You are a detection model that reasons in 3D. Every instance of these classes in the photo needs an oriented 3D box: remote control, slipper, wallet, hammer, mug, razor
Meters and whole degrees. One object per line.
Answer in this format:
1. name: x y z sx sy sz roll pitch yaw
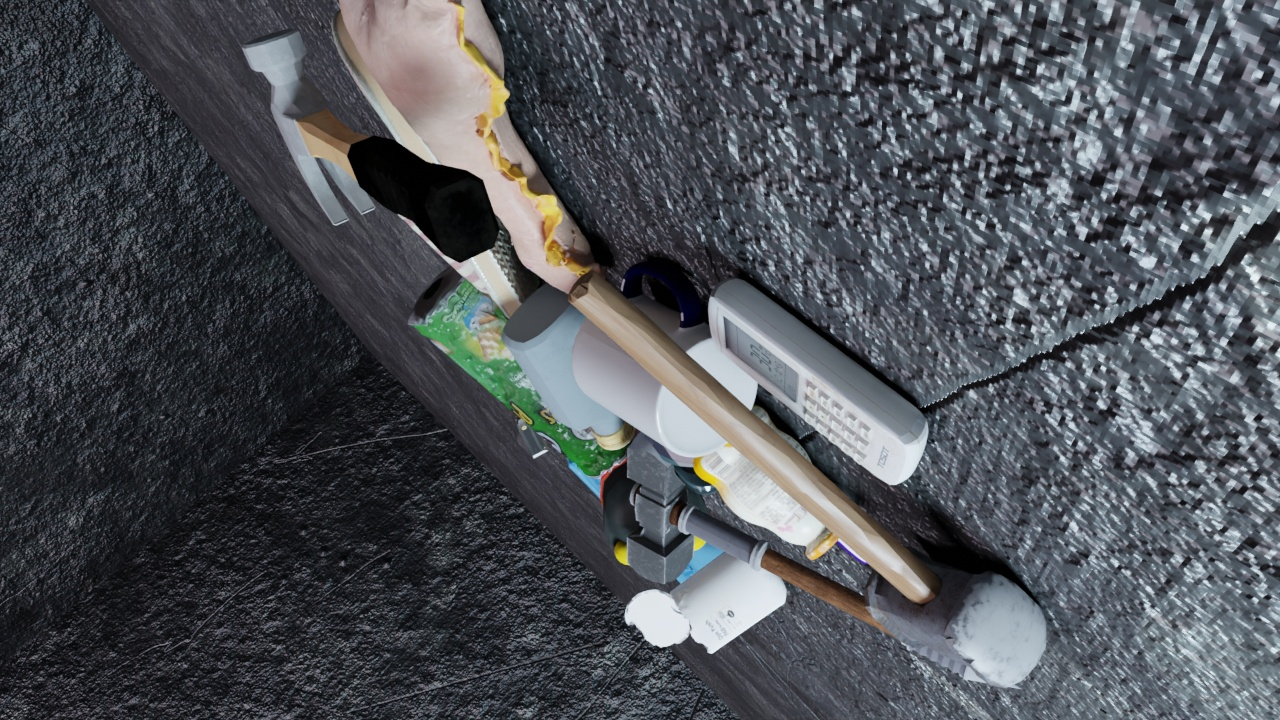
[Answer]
1. remote control: 0.091 0.010 0.487 0.138 0.025 0.060 40 164 24
2. slipper: -0.152 -0.133 0.676 0.115 0.052 0.263 -103 -13 -55
3. wallet: -0.131 0.036 0.933 0.123 0.019 0.072 55 170 38
4. hammer: 0.124 0.165 0.697 0.323 0.042 0.156 22 127 32
5. mug: 0.013 -0.008 0.582 0.097 0.078 0.112 29 129 49
6. hammer: -0.170 -0.124 0.566 0.328 0.039 0.131 33 145 51
7. razor: 0.015 0.036 0.681 0.143 0.047 0.052 52 137 -2
8. hammer: 0.087 0.066 0.502 0.328 0.052 0.098 41 167 -14

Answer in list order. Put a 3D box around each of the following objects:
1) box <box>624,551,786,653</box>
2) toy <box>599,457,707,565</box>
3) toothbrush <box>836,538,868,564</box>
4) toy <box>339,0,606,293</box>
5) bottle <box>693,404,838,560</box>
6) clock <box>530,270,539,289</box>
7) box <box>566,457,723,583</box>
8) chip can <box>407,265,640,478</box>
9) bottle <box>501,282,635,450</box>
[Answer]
1. box: 0.064 0.253 0.946 0.084 0.159 0.118 57 174 -16
2. toy: 0.007 0.117 0.870 0.119 0.097 0.100 -103 -1 -54
3. toothbrush: 0.099 0.078 0.664 0.186 0.015 0.016 46 166 3
4. toy: -0.084 -0.124 0.553 0.196 0.065 0.264 35 163 53
5. bottle: 0.087 0.082 0.608 0.108 0.063 0.063 46 165 8
6. clock: -0.127 -0.079 0.823 0.119 0.042 0.094 42 165 15
7. box: 0.009 0.179 1.068 0.232 0.066 0.173 49 162 -16
8. chip can: -0.097 0.010 0.797 0.223 0.075 0.075 43 168 -25
9. bottle: -0.046 0.013 0.727 0.046 0.072 0.161 27 156 39
